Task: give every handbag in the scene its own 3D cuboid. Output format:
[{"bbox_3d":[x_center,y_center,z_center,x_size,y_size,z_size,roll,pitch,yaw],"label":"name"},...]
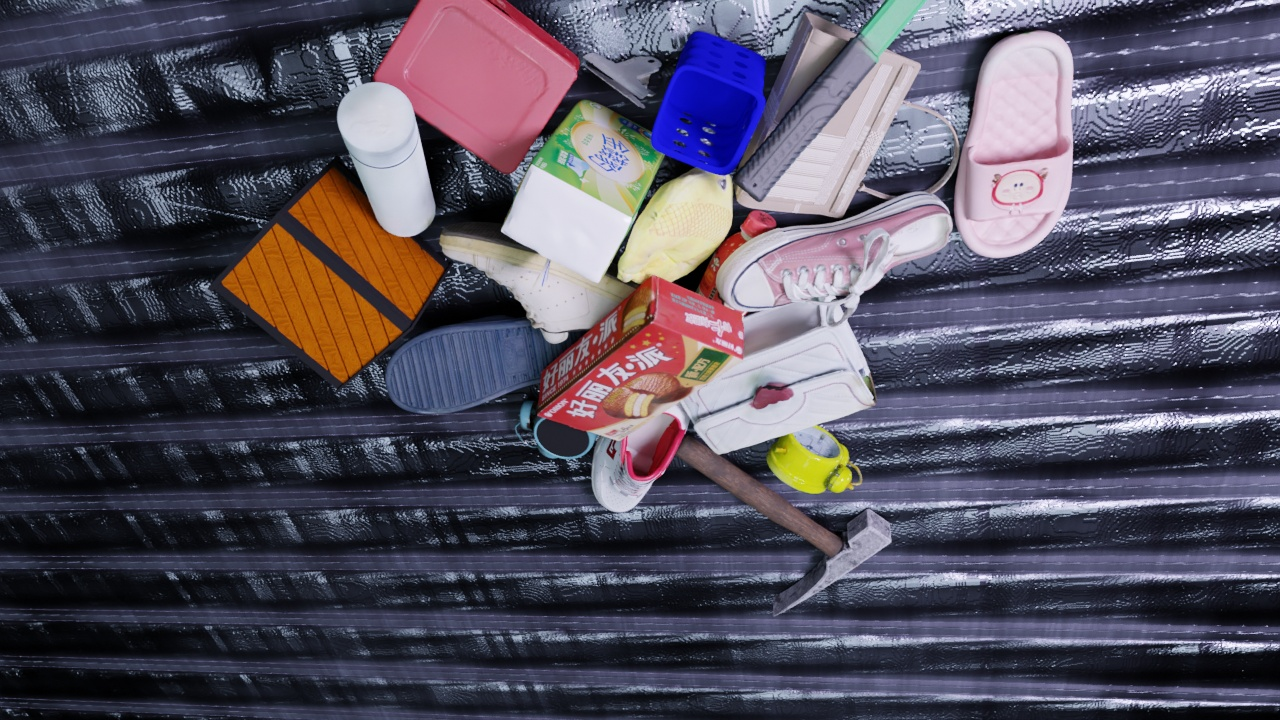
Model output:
[{"bbox_3d":[0.215,-0.213,0.887,0.198,0.062,0.176,15,125,-11],"label":"handbag"},{"bbox_3d":[0.150,0.025,1.037,0.199,0.096,0.142,-22,120,21],"label":"handbag"}]

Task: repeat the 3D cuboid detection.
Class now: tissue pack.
[{"bbox_3d":[-0.062,-0.145,0.890,0.120,0.197,0.142,31,125,0],"label":"tissue pack"}]

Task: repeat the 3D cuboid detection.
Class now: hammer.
[{"bbox_3d":[0.145,0.209,1.207,0.300,0.037,0.218,35,124,-14],"label":"hammer"},{"bbox_3d":[0.194,-0.271,0.789,0.130,0.032,0.319,36,102,-19],"label":"hammer"}]

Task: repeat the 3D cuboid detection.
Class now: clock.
[{"bbox_3d":[0.211,0.121,1.105,0.119,0.083,0.057,24,119,-4],"label":"clock"},{"bbox_3d":[-0.104,0.083,1.150,0.124,0.053,0.090,-21,119,26],"label":"clock"}]

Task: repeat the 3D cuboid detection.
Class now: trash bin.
[{"bbox_3d":[-0.335,-0.094,1.010,0.140,0.139,0.172,-34,113,29],"label":"trash bin"}]

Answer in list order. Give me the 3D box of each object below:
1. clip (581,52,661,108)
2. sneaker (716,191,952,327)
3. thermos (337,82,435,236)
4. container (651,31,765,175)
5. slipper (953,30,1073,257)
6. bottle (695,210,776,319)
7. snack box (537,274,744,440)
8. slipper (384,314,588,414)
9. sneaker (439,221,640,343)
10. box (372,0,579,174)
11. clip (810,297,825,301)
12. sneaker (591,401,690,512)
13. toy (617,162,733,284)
[{"bbox_3d":[-0.007,-0.275,0.878,0.054,0.101,0.044,-18,138,-31],"label":"clip"},{"bbox_3d":[0.197,-0.091,0.909,0.241,0.087,0.118,-19,134,6],"label":"sneaker"},{"bbox_3d":[-0.241,-0.187,0.892,0.068,0.067,0.230,18,166,-3],"label":"thermos"},{"bbox_3d":[0.065,-0.241,0.850,0.084,0.113,0.085,21,126,-5],"label":"container"},{"bbox_3d":[0.358,-0.197,0.866,0.107,0.055,0.222,-2,124,9],"label":"slipper"},{"bbox_3d":[0.103,-0.096,0.980,0.062,0.061,0.138,21,127,-5],"label":"bottle"},{"bbox_3d":[-0.006,0.006,0.979,0.113,0.060,0.237,21,144,-27],"label":"snack box"},{"bbox_3d":[-0.169,-0.012,1.084,0.263,0.082,0.101,-13,111,-4],"label":"slipper"},{"bbox_3d":[-0.107,-0.076,1.003,0.241,0.088,0.102,18,109,-10],"label":"sneaker"},{"bbox_3d":[-0.152,-0.272,0.863,0.157,0.127,0.137,33,119,-14],"label":"box"},{"bbox_3d":[0.168,-0.078,1.002,0.076,0.061,0.023,-1,125,30],"label":"clip"},{"bbox_3d":[-0.005,0.122,1.128,0.090,0.104,0.237,25,126,-8],"label":"sneaker"},{"bbox_3d":[0.041,-0.134,0.913,0.064,0.170,0.155,41,100,15],"label":"toy"}]
